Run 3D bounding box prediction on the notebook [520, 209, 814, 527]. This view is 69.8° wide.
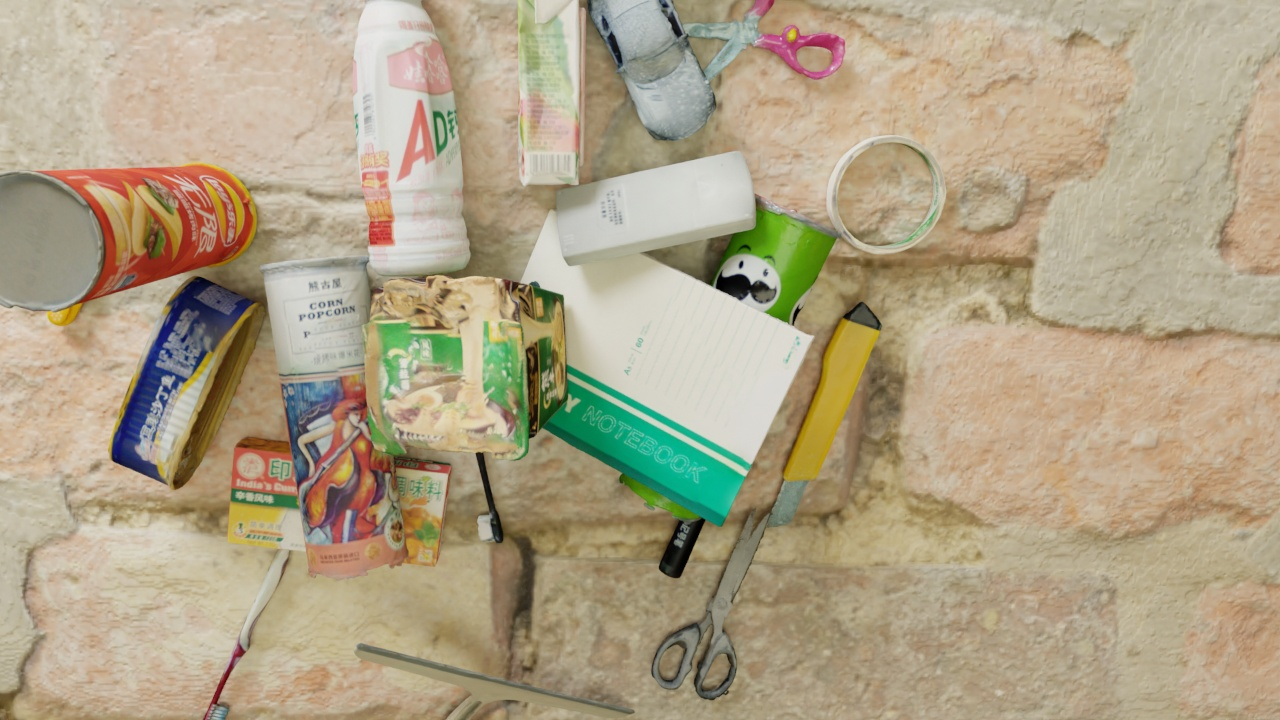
[{"bbox_3d":[-0.004,0.004,0.645,0.209,0.012,0.150,27,104,16],"label":"notebook"}]

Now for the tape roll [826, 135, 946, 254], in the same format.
[{"bbox_3d":[0.179,-0.121,0.671,0.086,0.014,0.086,-1,105,-4],"label":"tape roll"}]

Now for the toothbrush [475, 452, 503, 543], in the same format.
[{"bbox_3d":[-0.128,0.057,0.694,0.018,0.015,0.181,-6,107,6],"label":"toothbrush"}]

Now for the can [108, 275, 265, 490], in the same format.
[{"bbox_3d":[-0.314,0.016,0.636,0.049,0.074,0.148,26,102,-8],"label":"can"}]

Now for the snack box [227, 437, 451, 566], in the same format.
[{"bbox_3d":[-0.226,0.107,0.693,0.155,0.027,0.077,8,103,-7],"label":"snack box"}]

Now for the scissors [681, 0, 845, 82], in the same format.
[{"bbox_3d":[0.077,-0.235,0.632,0.133,0.017,0.124,4,108,-2],"label":"scissors"}]

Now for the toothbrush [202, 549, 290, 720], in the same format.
[{"bbox_3d":[-0.310,0.223,0.724,0.017,0.016,0.188,23,102,-19],"label":"toothbrush"}]

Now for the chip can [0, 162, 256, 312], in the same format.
[{"bbox_3d":[-0.296,-0.079,0.538,0.073,0.216,0.073,-1,102,-4],"label":"chip can"}]

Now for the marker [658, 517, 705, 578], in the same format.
[{"bbox_3d":[0.048,0.111,0.722,0.022,0.020,0.132,14,105,-39],"label":"marker"}]

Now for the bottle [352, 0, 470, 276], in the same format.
[{"bbox_3d":[-0.155,-0.157,0.609,0.068,0.068,0.197,-4,101,-4],"label":"bottle"}]

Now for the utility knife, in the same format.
[{"bbox_3d":[0.139,0.046,0.713,0.033,0.015,0.197,20,105,-2],"label":"utility knife"}]

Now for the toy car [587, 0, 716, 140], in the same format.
[{"bbox_3d":[0.008,-0.207,0.619,0.054,0.036,0.121,-25,109,9],"label":"toy car"}]

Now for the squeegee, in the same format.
[{"bbox_3d":[-0.172,0.335,0.756,0.246,0.039,0.247,25,109,-29],"label":"squeegee"}]

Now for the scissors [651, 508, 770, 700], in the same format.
[{"bbox_3d":[0.057,0.199,0.747,0.141,0.014,0.174,-15,108,1],"label":"scissors"}]

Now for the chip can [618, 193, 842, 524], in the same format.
[{"bbox_3d":[0.062,0.000,0.666,0.072,0.072,0.236,22,103,-10],"label":"chip can"}]

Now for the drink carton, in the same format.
[{"bbox_3d":[-0.060,-0.180,0.614,0.045,0.053,0.122,0,106,-7],"label":"drink carton"}]

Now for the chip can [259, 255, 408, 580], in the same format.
[{"bbox_3d":[-0.209,0.038,0.634,0.071,0.071,0.215,-7,96,-3],"label":"chip can"}]

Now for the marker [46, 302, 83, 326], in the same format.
[{"bbox_3d":[-0.378,-0.077,0.636,0.018,0.015,0.124,30,99,-17],"label":"marker"}]

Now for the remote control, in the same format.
[{"bbox_3d":[0.010,-0.103,0.623,0.135,0.019,0.056,-11,67,7],"label":"remote control"}]

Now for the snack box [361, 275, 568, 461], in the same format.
[{"bbox_3d":[-0.105,0.000,0.618,0.118,0.105,0.117,2,97,22],"label":"snack box"}]
